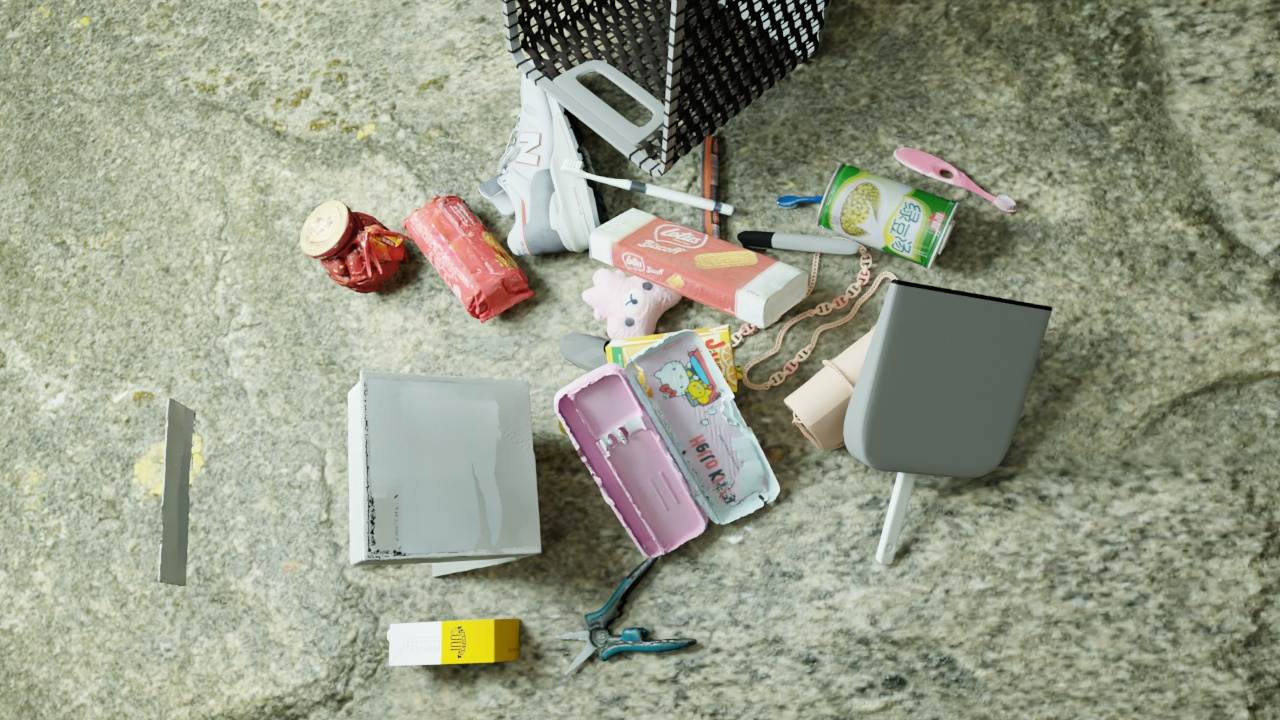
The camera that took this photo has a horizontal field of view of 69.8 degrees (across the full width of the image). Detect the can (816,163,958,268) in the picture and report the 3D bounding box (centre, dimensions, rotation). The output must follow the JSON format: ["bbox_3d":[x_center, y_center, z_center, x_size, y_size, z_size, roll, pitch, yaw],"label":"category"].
[{"bbox_3d":[0.239,-0.140,0.887,0.121,0.067,0.067,24,84,16],"label":"can"}]

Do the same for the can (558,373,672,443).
[{"bbox_3d":[-0.025,0.062,0.926,0.105,0.067,0.067,24,84,21],"label":"can"}]

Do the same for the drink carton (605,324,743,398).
[{"bbox_3d":[0.034,0.004,0.870,0.122,0.041,0.058,-8,100,8],"label":"drink carton"}]

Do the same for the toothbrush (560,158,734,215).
[{"bbox_3d":[0.008,-0.182,0.963,0.187,0.012,0.017,14,76,0],"label":"toothbrush"}]

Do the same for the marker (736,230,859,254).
[{"bbox_3d":[0.157,-0.117,0.927,0.139,0.016,0.022,13,103,37],"label":"marker"}]

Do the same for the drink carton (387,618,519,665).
[{"bbox_3d":[-0.190,0.284,0.926,0.123,0.058,0.040,-7,73,16],"label":"drink carton"}]

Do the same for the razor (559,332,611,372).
[{"bbox_3d":[-0.006,0.005,0.923,0.156,0.060,0.057,10,49,6],"label":"razor"}]

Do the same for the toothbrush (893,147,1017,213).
[{"bbox_3d":[0.311,-0.180,0.909,0.135,0.016,0.021,33,87,23],"label":"toothbrush"}]

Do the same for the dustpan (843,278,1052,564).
[{"bbox_3d":[0.252,0.064,0.805,0.163,0.033,0.258,7,102,-20],"label":"dustpan"}]

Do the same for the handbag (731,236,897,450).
[{"bbox_3d":[0.167,-0.022,0.859,0.199,0.116,0.187,-39,67,5],"label":"handbag"}]

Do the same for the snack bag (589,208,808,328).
[{"bbox_3d":[0.054,-0.097,0.920,0.225,0.041,0.077,27,46,32],"label":"snack bag"}]

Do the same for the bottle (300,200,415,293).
[{"bbox_3d":[-0.319,-0.126,1.051,0.099,0.111,0.098,-11,63,23],"label":"bottle"}]

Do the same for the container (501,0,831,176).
[{"bbox_3d":[0.032,-0.383,0.900,0.243,0.246,0.247,-37,65,-23],"label":"container"}]

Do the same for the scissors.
[{"bbox_3d":[-0.017,0.249,0.900,0.148,0.019,0.118,-5,75,19],"label":"scissors"}]

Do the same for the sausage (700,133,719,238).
[{"bbox_3d":[0.074,-0.178,0.984,0.020,0.020,0.155,-5,74,17],"label":"sausage"}]

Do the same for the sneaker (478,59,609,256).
[{"bbox_3d":[-0.122,-0.217,1.022,0.124,0.089,0.239,-22,73,8],"label":"sneaker"}]

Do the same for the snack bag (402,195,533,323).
[{"bbox_3d":[-0.197,-0.120,1.025,0.082,0.082,0.176,-42,67,4],"label":"snack bag"}]

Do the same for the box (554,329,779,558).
[{"bbox_3d":[0.026,0.080,0.860,0.153,0.041,0.201,-29,112,0],"label":"box"}]

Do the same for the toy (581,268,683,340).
[{"bbox_3d":[-0.013,-0.059,0.958,0.096,0.053,0.099,29,86,-4],"label":"toy"}]

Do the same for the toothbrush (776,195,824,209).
[{"bbox_3d":[0.208,-0.166,0.941,0.135,0.017,0.021,-3,79,15],"label":"toothbrush"}]

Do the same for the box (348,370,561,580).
[{"bbox_3d":[-0.159,0.138,0.972,0.165,0.446,0.167,-7,73,6],"label":"box"}]
